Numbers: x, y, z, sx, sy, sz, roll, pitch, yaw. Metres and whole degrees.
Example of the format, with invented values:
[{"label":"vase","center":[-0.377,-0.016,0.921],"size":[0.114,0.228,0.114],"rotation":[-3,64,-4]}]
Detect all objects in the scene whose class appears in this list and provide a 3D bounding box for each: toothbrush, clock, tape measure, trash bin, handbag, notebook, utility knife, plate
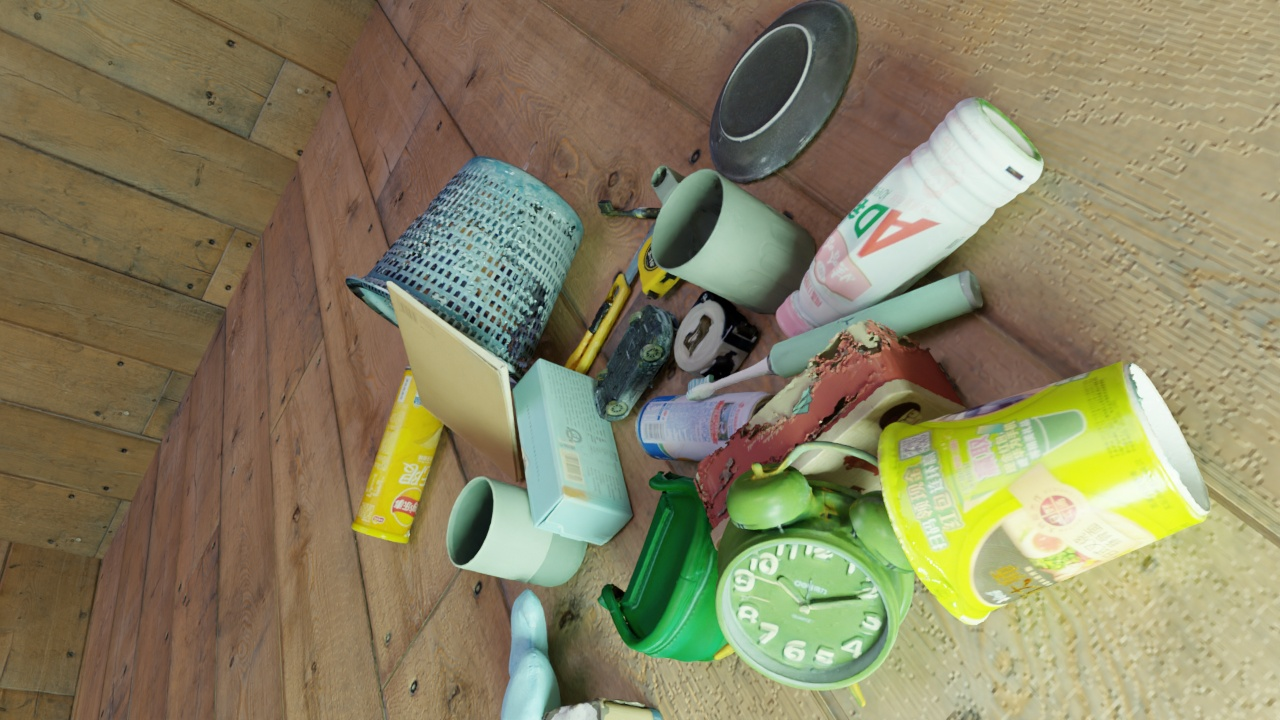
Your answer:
[{"label":"toothbrush","center":[0.006,-0.153,0.930],"size":[0.012,0.017,0.186],"rotation":[-36,26,-21]},{"label":"toothbrush","center":[0.123,-0.009,0.631],"size":[0.225,0.026,0.027],"rotation":[-23,41,33]},{"label":"clock","center":[0.100,0.118,0.526],"size":[0.056,0.116,0.161],"rotation":[-51,-29,-63]},{"label":"tape measure","center":[0.024,-0.093,0.859],"size":[0.057,0.029,0.060],"rotation":[-44,40,33]},{"label":"trash bin","center":[-0.169,-0.102,0.999],"size":[0.227,0.226,0.195],"rotation":[13,69,57]},{"label":"handbag","center":[0.026,0.149,0.678],"size":[0.120,0.068,0.131],"rotation":[13,82,58]},{"label":"notebook","center":[-0.181,0.027,0.906],"size":[0.149,0.212,0.012],"rotation":[35,60,20]},{"label":"utility knife","center":[-0.037,-0.046,0.930],"size":[0.215,0.015,0.033],"rotation":[-61,36,10]},{"label":"tape measure","center":[0.059,-0.016,0.759],"size":[0.066,0.033,0.065],"rotation":[-58,33,14]},{"label":"plate","center":[0.116,-0.245,0.821],"size":[0.180,0.024,0.179],"rotation":[-31,48,42]}]

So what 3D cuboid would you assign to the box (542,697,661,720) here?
[{"label":"box","center":[-0.031,0.342,0.656],"size":[0.090,0.061,0.184],"rotation":[-30,51,44]}]

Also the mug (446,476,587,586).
[{"label":"mug","center":[-0.116,0.154,0.841],"size":[0.112,0.106,0.082],"rotation":[21,90,57]}]

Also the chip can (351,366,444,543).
[{"label":"chip can","center":[-0.295,0.117,1.150],"size":[0.072,0.072,0.213],"rotation":[0,72,55]}]

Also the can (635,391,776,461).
[{"label":"can","center":[0.056,0.052,0.705],"size":[0.135,0.053,0.053],"rotation":[-6,67,54]}]

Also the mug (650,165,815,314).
[{"label":"mug","center":[0.068,-0.102,0.733],"size":[0.084,0.103,0.123],"rotation":[-52,35,23]}]

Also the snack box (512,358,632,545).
[{"label":"snack box","center":[-0.065,0.081,0.842],"size":[0.052,0.074,0.174],"rotation":[-47,38,28]}]

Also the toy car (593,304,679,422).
[{"label":"toy car","center":[-0.005,0.005,0.837],"size":[0.121,0.036,0.054],"rotation":[-56,35,30]}]

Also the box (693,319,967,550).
[{"label":"box","center":[0.114,0.051,0.589],"size":[0.169,0.091,0.076],"rotation":[-47,41,28]}]

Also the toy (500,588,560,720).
[{"label":"toy","center":[-0.091,0.280,0.768],"size":[0.156,0.050,0.161],"rotation":[-117,28,-75]}]

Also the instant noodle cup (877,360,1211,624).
[{"label":"instant noodle cup","center":[0.201,0.059,0.455],"size":[0.124,0.111,0.111],"rotation":[-30,48,34]}]

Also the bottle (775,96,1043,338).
[{"label":"bottle","center":[0.169,-0.081,0.614],"size":[0.197,0.068,0.068],"rotation":[-47,38,33]}]
